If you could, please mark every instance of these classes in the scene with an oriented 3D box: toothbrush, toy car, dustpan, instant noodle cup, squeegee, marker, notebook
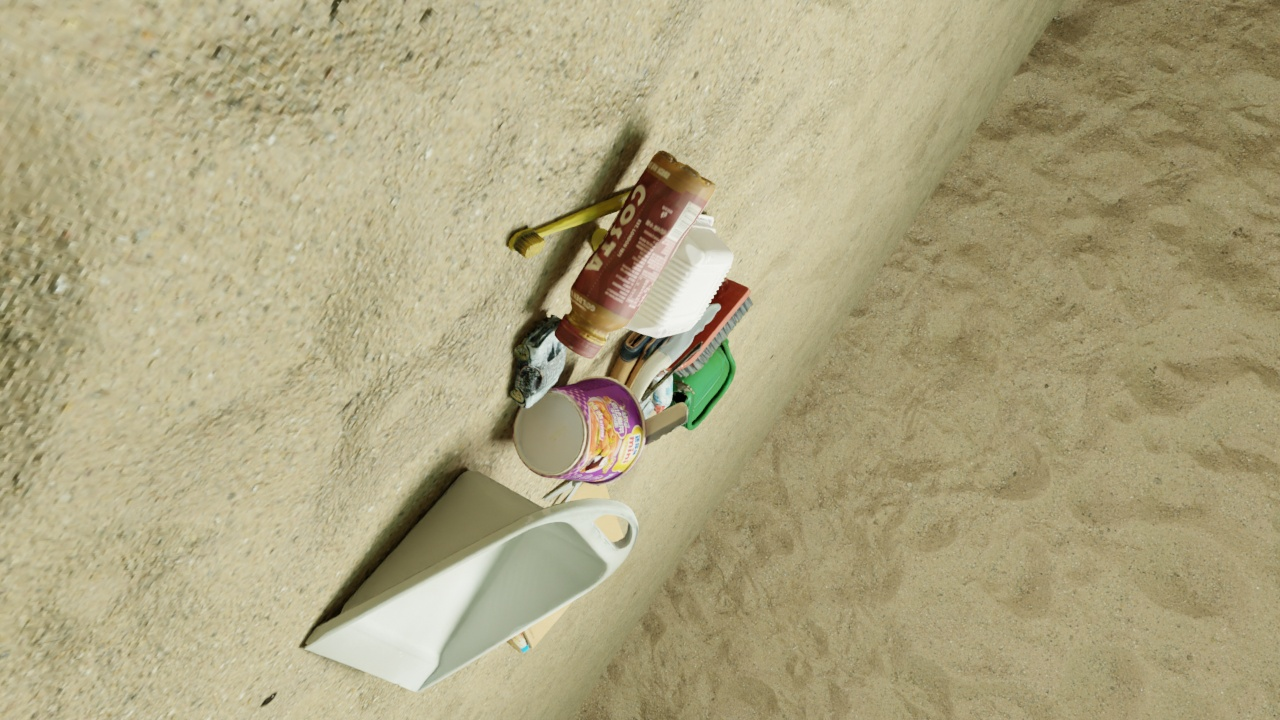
[{"bbox_3d":[-0.041,-0.111,0.724,0.189,0.016,0.016,-35,156,-54],"label":"toothbrush"},{"bbox_3d":[-0.001,0.062,1.206,0.043,0.034,0.090,-56,168,-9],"label":"toy car"},{"bbox_3d":[-0.130,0.217,0.857,0.257,0.143,0.223,-55,152,-17],"label":"dustpan"},{"bbox_3d":[0.038,-0.083,0.957,0.138,0.060,0.173,-60,166,17],"label":"instant noodle cup"},{"bbox_3d":[-0.087,0.005,0.808,0.048,0.031,0.106,-44,163,-35],"label":"toy car"},{"bbox_3d":[0.026,0.008,1.019,0.247,0.039,0.245,-36,-164,53],"label":"squeegee"},{"bbox_3d":[-0.064,0.070,0.892,0.112,0.111,0.099,-58,158,12],"label":"instant noodle cup"},{"bbox_3d":[-0.027,-0.089,0.824,0.018,0.015,0.124,-50,166,-7],"label":"marker"},{"bbox_3d":[-0.103,0.264,1.242,0.210,0.012,0.150,-44,133,-36],"label":"notebook"}]

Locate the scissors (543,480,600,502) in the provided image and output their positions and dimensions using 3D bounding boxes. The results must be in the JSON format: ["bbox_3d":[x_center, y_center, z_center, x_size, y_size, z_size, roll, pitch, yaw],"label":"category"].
[{"bbox_3d":[-0.070,0.146,1.197,0.175,0.012,0.162,-8,127,-63],"label":"scissors"}]

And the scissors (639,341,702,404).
[{"bbox_3d":[-0.004,0.054,1.103,0.211,0.015,0.176,-46,177,38],"label":"scissors"}]

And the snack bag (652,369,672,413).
[{"bbox_3d":[0.030,0.032,1.225,0.105,0.026,0.045,90,23,-46],"label":"snack bag"}]

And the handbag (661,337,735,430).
[{"bbox_3d":[0.083,0.028,1.324,0.131,0.068,0.120,-50,164,-21],"label":"handbag"}]

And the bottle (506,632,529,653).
[{"bbox_3d":[-0.121,0.310,1.305,0.218,0.065,0.065,-50,165,-19],"label":"bottle"}]

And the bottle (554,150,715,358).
[{"bbox_3d":[-0.009,-0.083,0.747,0.175,0.057,0.057,-56,166,10],"label":"bottle"}]

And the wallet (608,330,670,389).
[{"bbox_3d":[-0.006,0.006,1.072,0.090,0.033,0.116,-40,162,-49],"label":"wallet"}]

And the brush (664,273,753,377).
[{"bbox_3d":[0.073,-0.047,1.161,0.145,0.063,0.069,-51,134,-10],"label":"brush"}]
